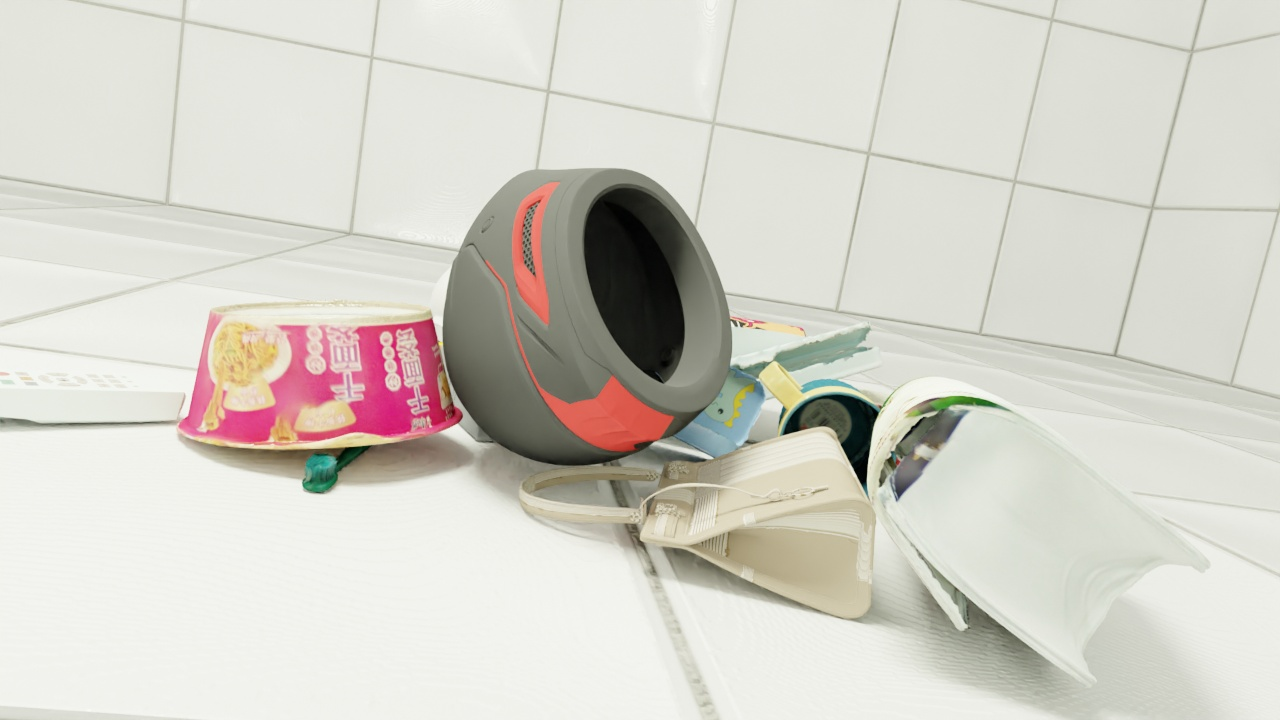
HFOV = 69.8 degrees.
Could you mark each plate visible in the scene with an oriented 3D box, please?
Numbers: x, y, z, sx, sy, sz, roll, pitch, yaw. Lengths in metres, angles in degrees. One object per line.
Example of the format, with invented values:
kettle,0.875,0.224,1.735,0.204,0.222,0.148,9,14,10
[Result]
plate,0.089,-0.003,0.882,0.174,0.036,0.174,6,-5,0

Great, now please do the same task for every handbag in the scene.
handbag,0.026,0.083,0.548,0.198,0.062,0.175,2,8,6
handbag,0.183,0.072,0.482,0.142,0.096,0.198,39,12,12

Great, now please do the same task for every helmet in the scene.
helmet,-0.047,-0.030,0.608,0.164,0.170,0.264,35,40,-29

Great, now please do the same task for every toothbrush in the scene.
toothbrush,-0.182,0.050,0.597,0.016,0.017,0.189,6,9,-2

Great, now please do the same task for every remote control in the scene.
remote control,-0.354,0.023,0.555,0.143,0.024,0.050,4,10,-45

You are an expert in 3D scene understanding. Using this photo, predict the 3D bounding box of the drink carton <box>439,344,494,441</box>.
drink carton,-0.118,0.025,0.731,0.076,0.048,0.125,5,10,-28

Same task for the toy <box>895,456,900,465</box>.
toy,0.235,0.093,0.710,0.088,0.094,0.133,-16,-30,23

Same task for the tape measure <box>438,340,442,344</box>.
tape measure,-0.209,-0.005,0.862,0.065,0.037,0.064,11,8,9

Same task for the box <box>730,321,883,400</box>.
box,0.104,0.016,0.788,0.199,0.066,0.083,-17,-25,4

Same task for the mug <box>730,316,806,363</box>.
mug,0.141,-0.003,1.148,0.098,0.081,0.118,8,-19,-8

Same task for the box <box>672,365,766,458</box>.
box,-0.006,0.008,0.724,0.209,0.078,0.074,27,2,9

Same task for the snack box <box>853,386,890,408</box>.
snack box,0.199,0.060,0.812,0.106,0.061,0.083,12,9,16

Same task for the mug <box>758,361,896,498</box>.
mug,0.135,0.046,0.699,0.113,0.083,0.107,47,11,1

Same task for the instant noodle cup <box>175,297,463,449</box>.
instant noodle cup,-0.207,0.002,0.602,0.178,0.078,0.178,1,7,0

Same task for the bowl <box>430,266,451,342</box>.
bowl,-0.176,-0.035,0.944,0.118,0.118,0.062,18,53,43
